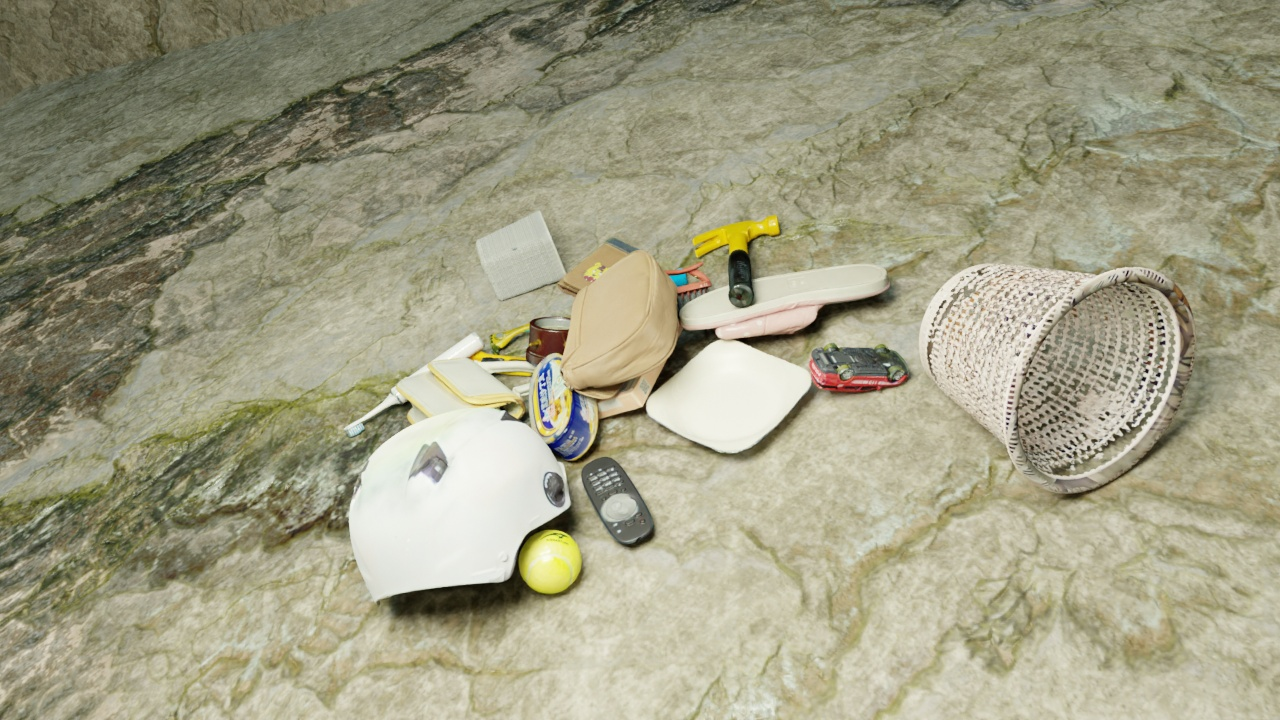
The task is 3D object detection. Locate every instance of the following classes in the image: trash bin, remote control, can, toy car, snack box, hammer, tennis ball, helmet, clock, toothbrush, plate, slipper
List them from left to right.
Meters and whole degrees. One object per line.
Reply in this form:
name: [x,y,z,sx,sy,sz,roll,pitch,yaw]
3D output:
toothbrush: [-0.312,0.033,1.264,0.220,0.026,0.027,-37,7,-13]
helmet: [-0.206,0.131,0.981,0.230,0.146,0.257,-15,22,31]
tennis ball: [-0.094,0.210,0.958,0.065,0.065,0.065,-10,39,8]
clock: [-0.112,-0.028,1.242,0.082,0.055,0.121,4,18,3]
can: [-0.096,0.055,1.133,0.075,0.049,0.148,-39,37,21]
remote control: [-0.026,0.159,1.027,0.053,0.024,0.136,-23,40,-11]
snack box: [-0.007,0.007,1.176,0.085,0.026,0.156,-18,31,39]
plate: [0.108,0.049,1.102,0.164,0.034,0.163,25,55,41]
hammer: [0.134,-0.139,1.258,0.129,0.033,0.300,-11,22,10]
slipper: [0.185,-0.071,1.185,0.274,0.054,0.114,-12,23,1]
toy car: [0.255,0.010,1.075,0.120,0.045,0.052,0,41,-16]
trash bin: [0.402,-0.007,0.941,0.227,0.228,0.192,-26,27,-11]

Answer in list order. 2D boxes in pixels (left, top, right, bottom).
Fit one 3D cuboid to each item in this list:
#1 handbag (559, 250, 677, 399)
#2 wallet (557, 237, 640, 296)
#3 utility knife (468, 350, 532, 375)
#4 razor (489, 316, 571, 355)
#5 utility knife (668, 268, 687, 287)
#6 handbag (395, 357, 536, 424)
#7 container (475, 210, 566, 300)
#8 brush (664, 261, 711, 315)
handbag: [-0.021,-0.041,1.130,0.148,0.100,0.204,-28,29,21]
wallet: [-0.059,-0.135,1.386,0.090,0.033,0.115,26,59,39]
utility knife: [-0.190,0.003,1.274,0.193,0.015,0.033,4,61,24]
razor: [-0.151,-0.042,1.313,0.132,0.028,0.043,-15,35,-1]
utility knife: [-0.002,-0.088,1.319,0.161,0.018,0.034,-28,37,-10]
handbag: [-0.214,0.036,1.203,0.178,0.063,0.163,-28,33,-24]
container: [-0.185,-0.158,1.415,0.114,0.090,0.090,-22,38,-2]
brush: [0.026,-0.091,1.260,0.146,0.069,0.063,-15,0,2]
